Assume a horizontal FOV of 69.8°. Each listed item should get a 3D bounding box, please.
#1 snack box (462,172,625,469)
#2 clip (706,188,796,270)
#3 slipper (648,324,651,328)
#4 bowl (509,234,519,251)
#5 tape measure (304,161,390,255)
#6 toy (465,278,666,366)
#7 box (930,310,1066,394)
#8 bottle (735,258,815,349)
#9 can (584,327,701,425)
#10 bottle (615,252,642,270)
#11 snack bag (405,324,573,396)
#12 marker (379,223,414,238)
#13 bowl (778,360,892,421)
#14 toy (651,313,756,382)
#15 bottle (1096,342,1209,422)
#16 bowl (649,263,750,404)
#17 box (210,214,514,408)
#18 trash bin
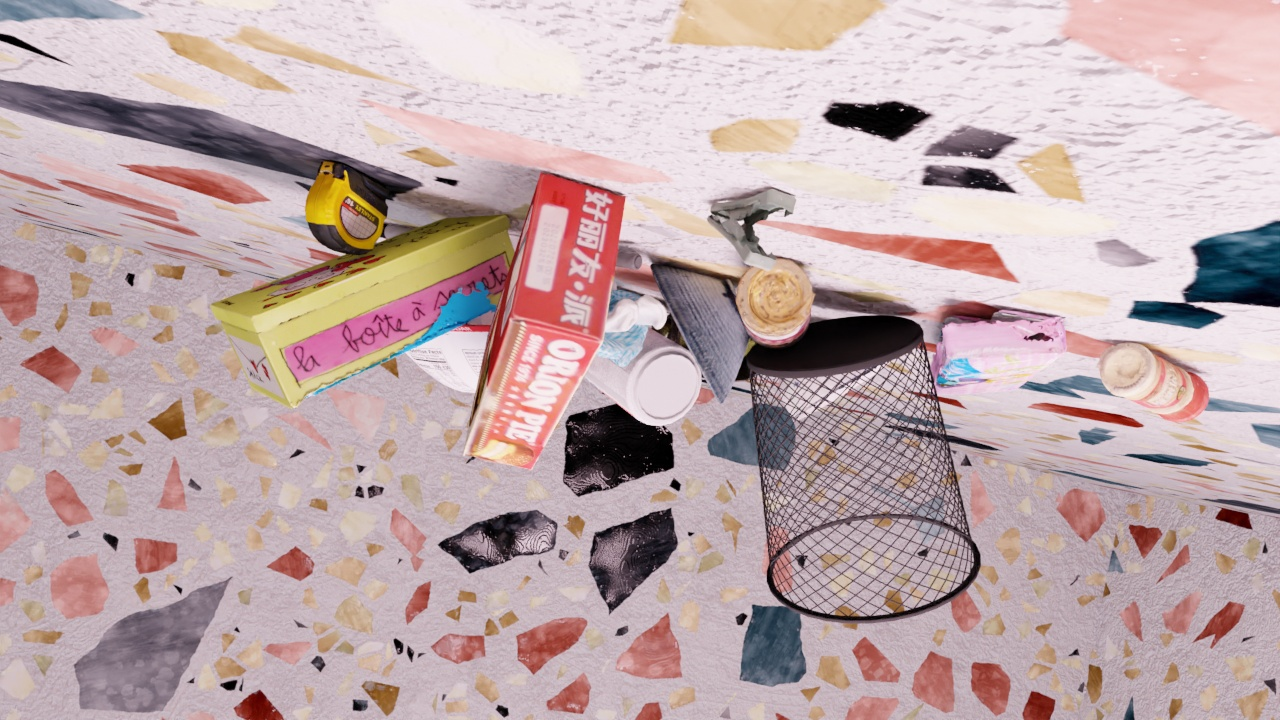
[{"bbox_3d":[-0.076,-0.016,0.656,0.060,0.113,0.237,13,151,-12],"label":"snack box"},{"bbox_3d":[0.060,-0.080,0.530,0.023,0.059,0.076,16,-172,-22],"label":"clip"},{"bbox_3d":[-0.043,-0.049,1.038,0.268,0.054,0.098,22,172,-26],"label":"slipper"},{"bbox_3d":[-0.110,-0.089,0.892,0.110,0.040,0.110,13,176,1],"label":"bowl"},{"bbox_3d":[-0.234,-0.117,0.724,0.037,0.064,0.065,11,175,27],"label":"tape measure"},{"bbox_3d":[-0.051,-0.052,0.810,0.131,0.105,0.206,30,161,-32],"label":"toy"},{"bbox_3d":[0.285,-0.009,0.754,0.085,0.053,0.230,-5,171,14],"label":"box"},{"bbox_3d":[0.105,-0.042,0.710,0.056,0.056,0.105,13,176,11],"label":"bottle"},{"bbox_3d":[-0.005,0.005,0.881,0.078,0.078,0.136,15,-171,-31],"label":"can"},{"bbox_3d":[-0.047,-0.087,0.766,0.113,0.030,0.030,11,176,35],"label":"bottle"},{"bbox_3d":[-0.151,0.004,0.855,0.131,0.039,0.144,2,155,27],"label":"snack bag"},{"bbox_3d":[-0.244,-0.130,0.946,0.141,0.016,0.016,12,176,23],"label":"marker"},{"bbox_3d":[0.185,0.006,0.914,0.113,0.063,0.113,-30,168,-7],"label":"bowl"},{"bbox_3d":[0.079,-0.021,0.949,0.179,0.078,0.152,8,-177,-2],"label":"toy"},{"bbox_3d":[0.389,0.017,0.696,0.109,0.044,0.044,17,175,-38],"label":"bottle"},{"bbox_3d":[0.064,-0.035,0.800,0.057,0.137,0.137,-27,171,6],"label":"bowl"},{"bbox_3d":[-0.214,-0.050,0.747,0.220,0.081,0.124,-30,-156,-28],"label":"box"},{"bbox_3d":[0.180,0.082,0.784,0.184,0.210,0.184,-12,-165,3],"label":"trash bin"}]
